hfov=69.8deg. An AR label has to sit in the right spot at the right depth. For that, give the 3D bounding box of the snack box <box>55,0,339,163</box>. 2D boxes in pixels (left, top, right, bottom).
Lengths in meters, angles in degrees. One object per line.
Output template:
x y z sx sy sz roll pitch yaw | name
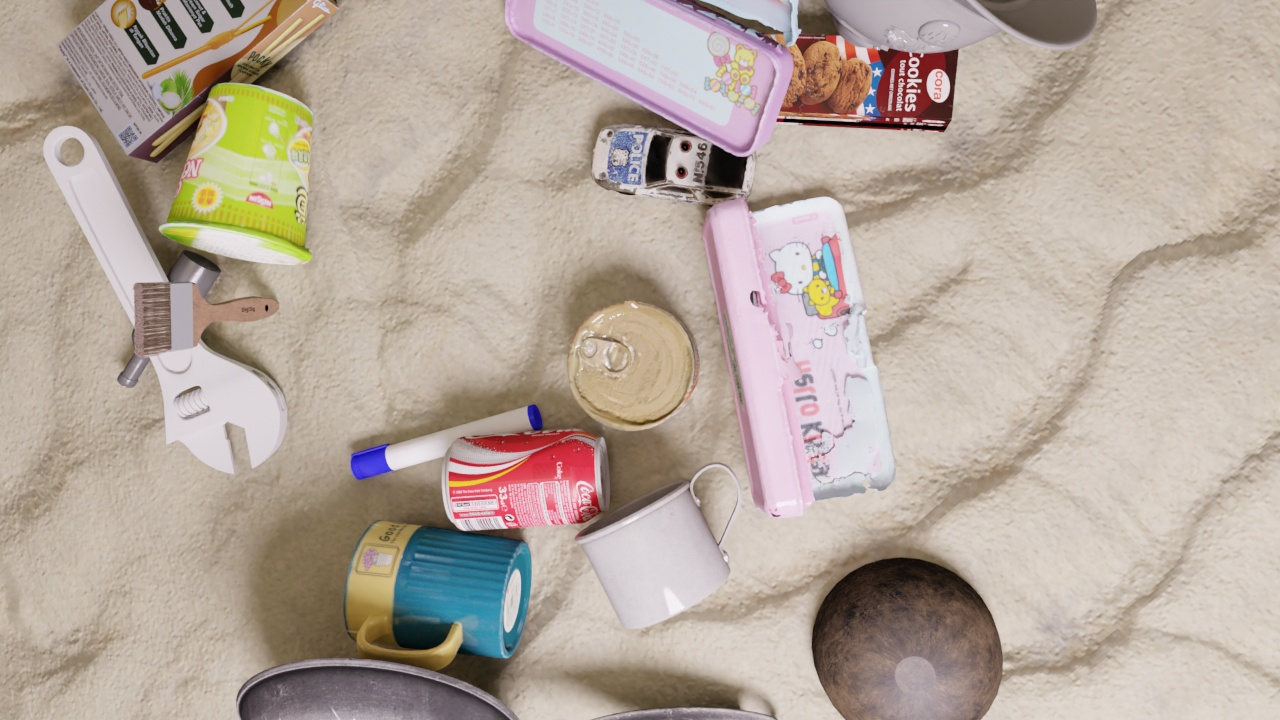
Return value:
-0.325 -0.244 0.671 0.186 0.031 0.101 -35 86 10 | snack box

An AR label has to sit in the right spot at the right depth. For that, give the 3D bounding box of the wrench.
-0.344 -0.044 0.664 0.087 0.018 0.273 -23 98 1 | wrench

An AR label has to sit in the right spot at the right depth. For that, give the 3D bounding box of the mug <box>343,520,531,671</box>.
-0.137 0.163 0.611 0.107 0.113 0.083 7 116 7 | mug

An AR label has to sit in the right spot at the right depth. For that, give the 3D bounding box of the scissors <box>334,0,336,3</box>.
-0.309 -0.303 0.691 0.147 0.015 0.209 -26 87 12 | scissors

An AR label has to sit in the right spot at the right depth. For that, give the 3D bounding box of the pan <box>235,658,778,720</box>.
-0.085 0.251 0.600 0.357 0.055 0.188 4 135 0 | pan

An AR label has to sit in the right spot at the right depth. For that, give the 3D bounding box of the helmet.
0.154 -0.247 0.550 0.183 0.118 0.270 12 56 -25 | helmet

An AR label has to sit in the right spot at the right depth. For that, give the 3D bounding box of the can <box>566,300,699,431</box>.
-0.004 0.004 0.622 0.086 0.043 0.086 0 89 10 | can

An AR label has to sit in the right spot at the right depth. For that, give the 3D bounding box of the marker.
-0.140 0.058 0.658 0.142 0.020 0.020 -16 87 9 | marker

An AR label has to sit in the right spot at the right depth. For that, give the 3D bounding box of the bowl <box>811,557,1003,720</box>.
0.171 0.192 0.584 0.121 0.056 0.121 0 90 10 | bowl

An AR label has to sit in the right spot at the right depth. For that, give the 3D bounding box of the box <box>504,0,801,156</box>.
0.000 -0.227 0.568 0.214 0.150 0.048 33 65 17 | box

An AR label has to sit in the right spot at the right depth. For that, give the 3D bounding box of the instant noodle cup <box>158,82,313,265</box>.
-0.277 -0.132 0.650 0.099 0.099 0.108 6 83 10 | instant noodle cup

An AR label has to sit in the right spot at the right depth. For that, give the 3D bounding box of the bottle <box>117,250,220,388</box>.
-0.359 -0.028 0.690 0.030 0.030 0.113 35 95 8 | bottle

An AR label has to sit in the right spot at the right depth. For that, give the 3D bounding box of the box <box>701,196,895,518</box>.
0.107 -0.007 0.589 0.102 0.087 0.201 -11 87 -3 | box

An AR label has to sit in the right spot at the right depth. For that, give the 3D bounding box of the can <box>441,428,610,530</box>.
-0.076 0.080 0.621 0.105 0.064 0.064 -5 89 5 | can

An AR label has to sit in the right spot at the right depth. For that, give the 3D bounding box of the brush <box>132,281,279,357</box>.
-0.288 -0.034 0.621 0.008 0.143 0.045 4 99 11 | brush

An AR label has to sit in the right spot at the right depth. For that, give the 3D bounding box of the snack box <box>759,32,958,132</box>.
0.132 -0.183 0.605 0.141 0.031 0.051 6 91 10 | snack box

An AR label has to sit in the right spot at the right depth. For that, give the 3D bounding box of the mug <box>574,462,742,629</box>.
0.022 0.119 0.598 0.113 0.084 0.070 -27 87 4 | mug

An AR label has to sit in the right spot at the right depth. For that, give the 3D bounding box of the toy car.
0.021 -0.133 0.620 0.113 0.040 0.048 9 90 10 | toy car
